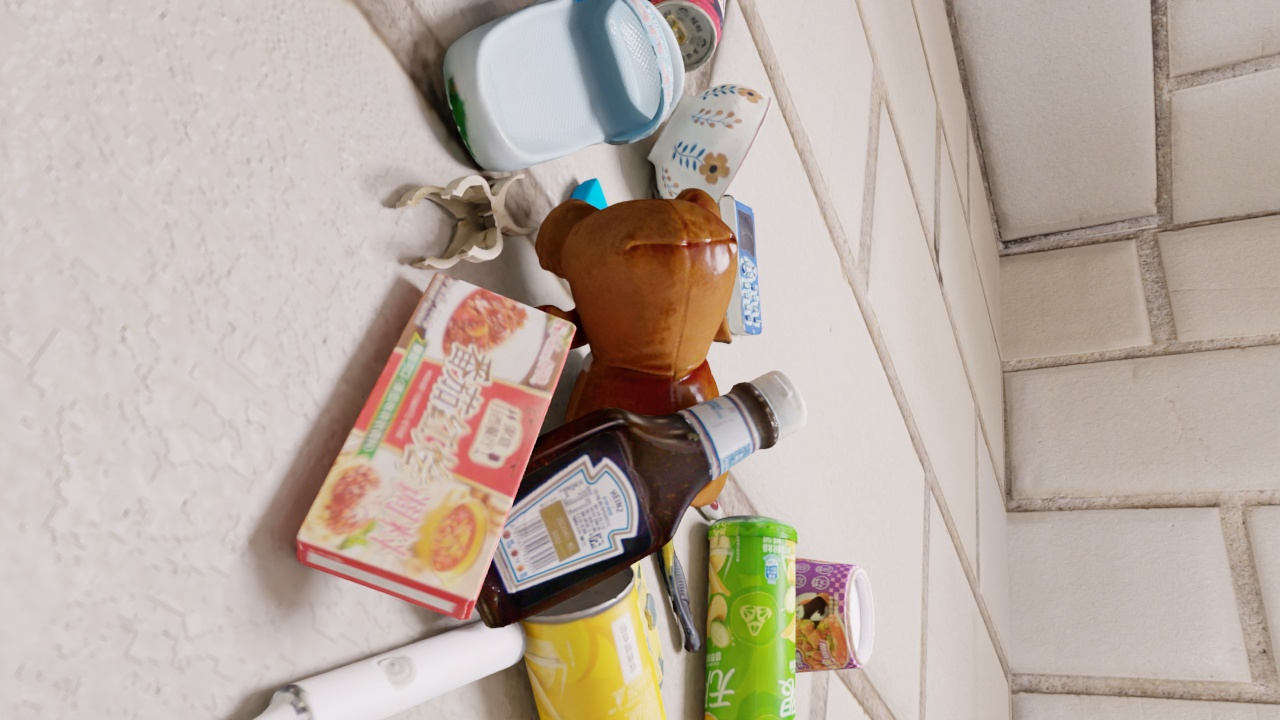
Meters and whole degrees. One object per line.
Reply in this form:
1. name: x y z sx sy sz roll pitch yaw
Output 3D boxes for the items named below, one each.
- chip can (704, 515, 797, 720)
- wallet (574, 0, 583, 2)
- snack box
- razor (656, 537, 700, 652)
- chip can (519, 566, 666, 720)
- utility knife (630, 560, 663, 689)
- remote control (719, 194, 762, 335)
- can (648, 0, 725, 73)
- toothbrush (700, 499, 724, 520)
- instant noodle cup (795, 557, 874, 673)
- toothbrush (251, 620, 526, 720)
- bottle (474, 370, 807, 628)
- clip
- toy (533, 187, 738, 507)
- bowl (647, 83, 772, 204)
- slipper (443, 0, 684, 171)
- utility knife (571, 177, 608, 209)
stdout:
1. chip can: 0.084 0.230 0.697 0.072 0.073 0.221 33 55 -56
2. wallet: -0.083 -0.250 0.472 0.106 0.040 0.133 54 18 20
3. snack box: -0.085 0.032 0.412 0.026 0.075 0.152 117 -8 -51
4. razor: 0.024 0.146 0.656 0.043 0.022 0.143 -153 -128 -69
5. chip can: -0.015 0.222 0.507 0.071 0.072 0.213 -32 113 -60
6. utility knife: -0.001 0.152 0.568 0.030 0.020 0.195 -87 165 -44
7. remote control: 0.089 -0.085 0.829 0.049 0.024 0.125 7 79 -62
8. can: 0.031 -0.270 0.700 0.066 0.067 0.093 56 32 -42
9. toothbrush: 0.027 0.076 0.680 0.187 0.017 0.016 51 38 -45
10. instant noodle cup: 0.143 0.218 0.786 0.111 0.099 0.111 21 66 -58
11. toothbrush: -0.119 0.137 0.372 0.026 0.027 0.220 -56 155 14
12. bottle: -0.004 0.060 0.467 0.194 0.044 0.080 -25 111 -17
13. clip: -0.083 -0.064 0.483 0.104 0.035 0.081 -6 87 -71
14. toy: -0.003 0.003 0.537 0.140 0.130 0.200 -8 103 -21
15. bowl: 0.045 -0.162 0.696 0.062 0.114 0.113 28 48 -8
16. slipper: -0.028 -0.179 0.562 0.244 0.074 0.104 -43 123 -54
17. utility knife: -0.004 -0.023 0.630 0.207 0.018 0.034 69 28 -20
